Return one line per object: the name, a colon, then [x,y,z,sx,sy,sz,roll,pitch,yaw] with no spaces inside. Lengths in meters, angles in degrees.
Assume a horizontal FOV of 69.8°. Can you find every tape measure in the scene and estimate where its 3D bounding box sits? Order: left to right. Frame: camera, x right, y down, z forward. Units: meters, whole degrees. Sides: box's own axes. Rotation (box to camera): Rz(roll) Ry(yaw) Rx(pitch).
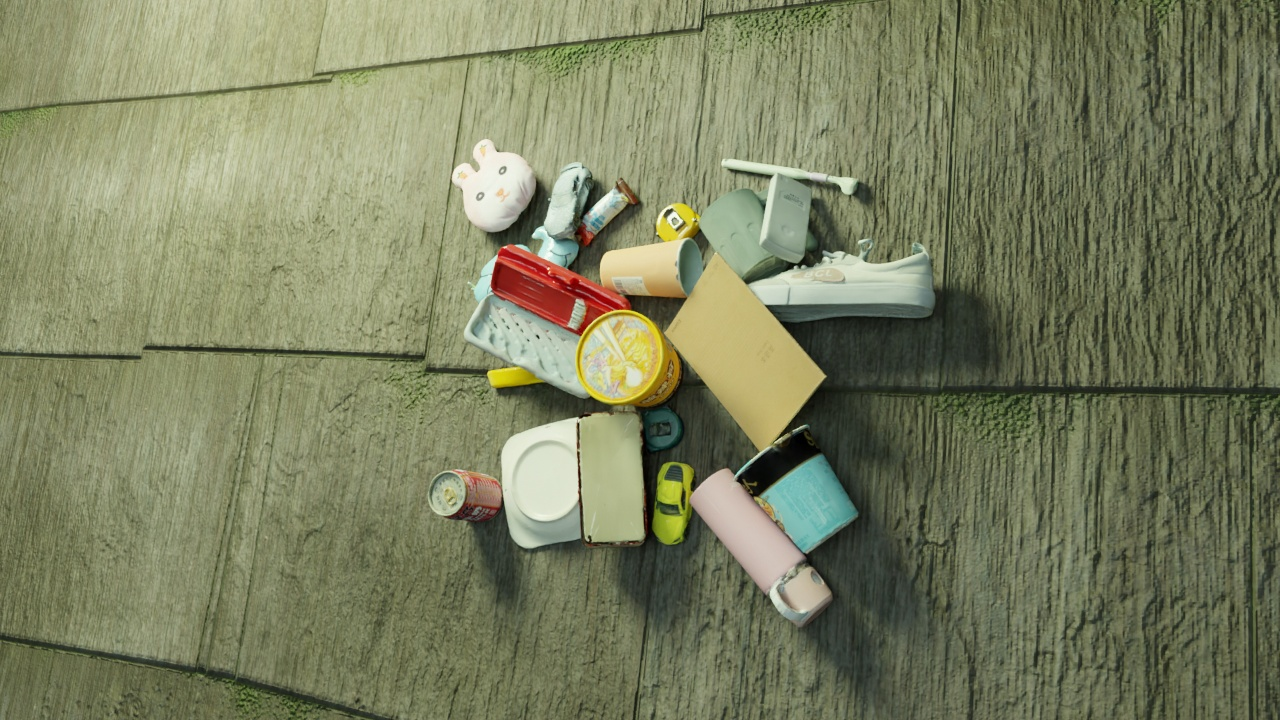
tape measure: [0.028,0.088,1.192,0.055,0.025,0.058,-15,74,21]
tape measure: [0.050,-0.184,1.242,0.060,0.029,0.057,-46,65,7]

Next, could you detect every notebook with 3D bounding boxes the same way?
notebook: [0.124,-0.010,1.135,0.211,0.012,0.150,52,135,23]

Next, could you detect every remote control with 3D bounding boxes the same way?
remote control: [0.182,-0.178,1.141,0.056,0.019,0.134,24,49,-11]

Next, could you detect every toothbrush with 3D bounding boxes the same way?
toothbrush: [0.192,-0.243,1.201,0.190,0.020,0.029,16,58,26]

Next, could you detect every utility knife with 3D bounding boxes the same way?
utility knife: [-0.148,0.017,1.288,0.154,0.015,0.033,-7,69,23]

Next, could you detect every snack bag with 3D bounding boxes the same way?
snack bag: [-0.054,-0.208,1.293,0.104,0.026,0.048,-38,75,11]

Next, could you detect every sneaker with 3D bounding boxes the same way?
sneaker: [0.231,-0.099,1.113,0.243,0.089,0.090,-1,76,22]

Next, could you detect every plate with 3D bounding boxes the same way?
plate: [-0.119,0.162,1.233,0.164,0.034,0.164,-16,73,18]

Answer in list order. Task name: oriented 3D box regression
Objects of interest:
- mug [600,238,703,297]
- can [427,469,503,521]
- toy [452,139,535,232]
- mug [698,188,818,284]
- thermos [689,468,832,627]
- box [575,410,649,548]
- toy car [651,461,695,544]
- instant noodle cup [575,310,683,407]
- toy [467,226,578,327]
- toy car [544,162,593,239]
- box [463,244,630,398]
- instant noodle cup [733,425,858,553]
mug: [0.012,-0.119,1.221,0.123,0.078,0.078,-1,78,28]
can: [-0.237,0.184,1.245,0.067,0.093,0.066,-5,76,22]
toy: [-0.223,-0.263,1.365,0.121,0.054,0.159,-49,57,6]
mug: [0.152,-0.161,1.172,0.124,0.084,0.103,-24,69,-10]
thermos: [0.137,0.222,1.082,0.198,0.087,0.067,51,119,25]
box: [-0.035,0.150,1.161,0.091,0.078,0.168,-2,77,-4]
toy car: [0.040,0.181,1.162,0.048,0.032,0.105,4,81,23]
instant noodle cup: [-0.007,0.007,1.175,0.119,0.114,0.118,-5,76,21]
toy: [-0.171,-0.120,1.311,0.156,0.050,0.161,7,76,22]
toy car: [-0.104,-0.226,1.296,0.054,0.037,0.120,-6,59,34]
box: [-0.125,-0.054,1.247,0.201,0.065,0.160,26,99,9]
instant noodle cup: [0.187,0.155,1.070,0.111,0.111,0.120,-39,72,11]
